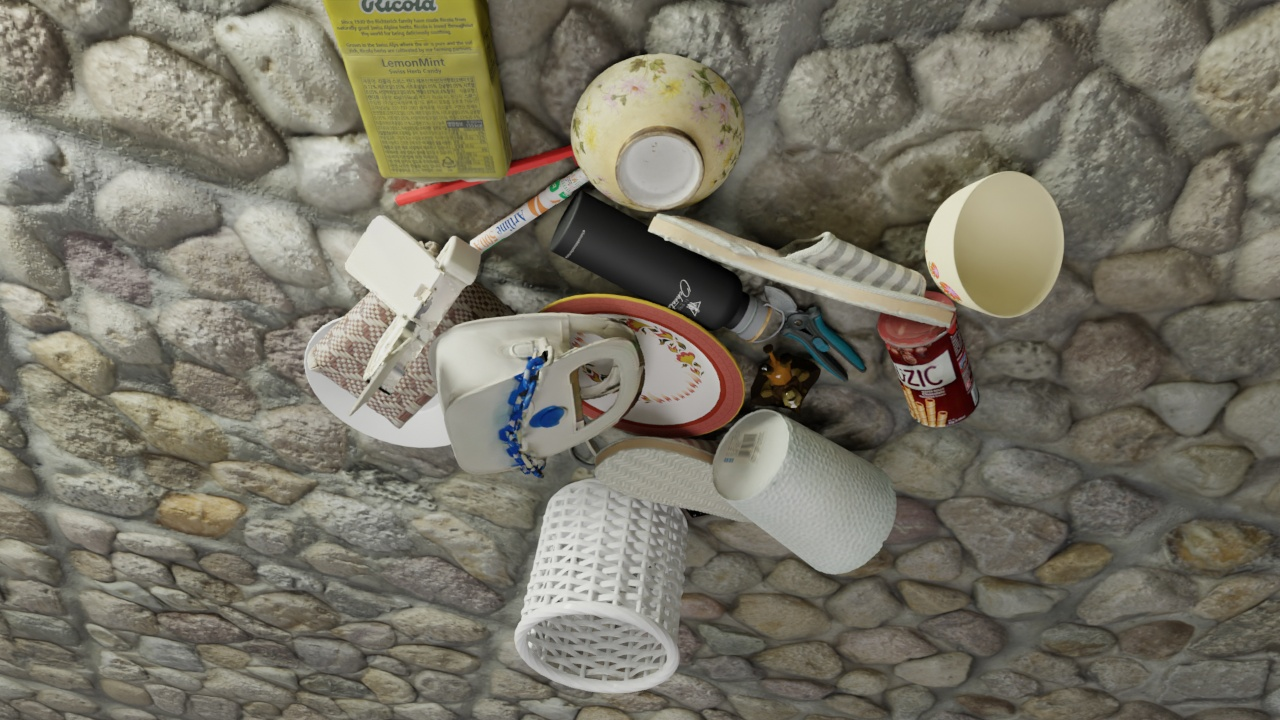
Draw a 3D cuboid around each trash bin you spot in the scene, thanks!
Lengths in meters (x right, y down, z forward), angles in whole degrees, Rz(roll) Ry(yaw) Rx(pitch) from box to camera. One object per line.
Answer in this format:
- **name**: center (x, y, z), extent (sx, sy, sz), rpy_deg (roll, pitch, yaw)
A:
- **trash bin**: center (0.168, 0.134, 0.971), extent (0.161, 0.133, 0.134), rpy_deg (34, 130, -30)

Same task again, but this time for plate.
- **plate**: center (-0.269, 0.023, 1.025), extent (0.208, 0.015, 0.209), rpy_deg (5, 134, 5)
- **plate**: center (-0.005, 0.006, 0.933), extent (0.230, 0.021, 0.230), rpy_deg (13, 145, 9)

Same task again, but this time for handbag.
- **handbag**: center (-0.231, -0.026, 0.930), extent (0.186, 0.047, 0.124), rpy_deg (-41, 117, 15)
- **handbag**: center (-0.089, 0.035, 0.869), extent (0.199, 0.093, 0.201), rpy_deg (-14, 152, -7)

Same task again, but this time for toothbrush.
- **toothbrush**: center (-0.127, -0.165, 0.825), extent (0.213, 0.012, 0.018), rpy_deg (-11, 131, 19)

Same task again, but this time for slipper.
- **slipper**: center (0.062, 0.129, 1.037), extent (0.262, 0.052, 0.115), rpy_deg (22, 137, -34)
- **slipper**: center (0.140, -0.085, 0.792), extent (0.272, 0.114, 0.054), rpy_deg (16, 92, -3)

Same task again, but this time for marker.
- **marker**: center (-0.102, -0.138, 0.844), extent (0.146, 0.017, 0.017), rpy_deg (-27, 124, 30)

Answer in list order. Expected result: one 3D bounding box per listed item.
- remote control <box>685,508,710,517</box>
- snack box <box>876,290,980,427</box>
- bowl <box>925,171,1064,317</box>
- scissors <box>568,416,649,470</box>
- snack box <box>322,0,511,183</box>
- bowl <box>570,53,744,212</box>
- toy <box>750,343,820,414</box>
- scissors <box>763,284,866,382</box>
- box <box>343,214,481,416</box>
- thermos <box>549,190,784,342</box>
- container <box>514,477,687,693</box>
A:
- **remote control**: center (0.046, 0.143, 1.095), extent (0.030, 0.009, 0.140), rpy_deg (-16, 129, 23)
- **snack box**: center (0.278, 0.001, 0.880), extent (0.072, 0.072, 0.121), rpy_deg (-14, 130, 21)
- **bowl**: center (0.285, -0.096, 0.777), extent (0.118, 0.118, 0.074), rpy_deg (33, 172, -22)
- **scissors**: center (-0.061, 0.069, 1.039), extent (0.157, 0.012, 0.171), rpy_deg (1, 132, 7)
- **snack box**: center (-0.175, -0.230, 0.750), extent (0.121, 0.045, 0.181), rpy_deg (1, 136, 6)
- **bowl**: center (0.015, -0.170, 0.753), extent (0.145, 0.063, 0.145), rpy_deg (0, 133, 0)
- **toy**: center (0.142, 0.016, 0.919), extent (0.076, 0.062, 0.100), rpy_deg (-25, 146, 7)
- **scissors**: center (0.167, -0.023, 0.911), extent (0.136, 0.019, 0.139), rpy_deg (9, 135, -1)
- **box**: center (-0.221, -0.045, 0.792), extent (0.099, 0.184, 0.144), rpy_deg (33, 103, -18)
- **thermos**: center (0.032, -0.076, 0.851), extent (0.231, 0.061, 0.061), rpy_deg (26, 132, -16)
- **container**: center (-0.041, 0.270, 1.108), extent (0.189, 0.186, 0.190), rpy_deg (4, 134, 4)
